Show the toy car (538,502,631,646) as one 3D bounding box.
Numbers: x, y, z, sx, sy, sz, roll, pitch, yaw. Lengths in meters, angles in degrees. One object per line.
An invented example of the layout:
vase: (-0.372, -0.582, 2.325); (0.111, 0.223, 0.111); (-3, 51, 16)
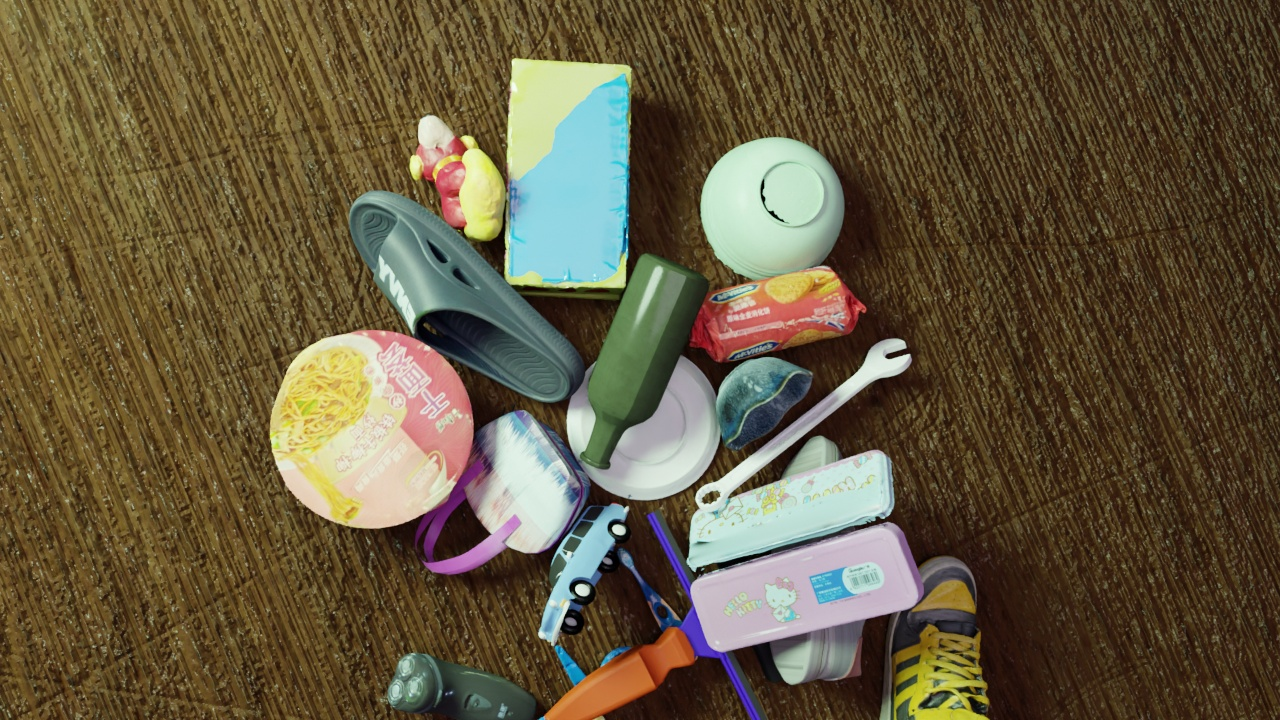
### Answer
toy car: (-0.055, 0.190, 0.843); (0.055, 0.153, 0.056); (25, 126, 9)

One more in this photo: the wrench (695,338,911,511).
wrench: (0.165, 0.063, 0.917); (0.273, 0.047, 0.009); (-36, 126, -11)

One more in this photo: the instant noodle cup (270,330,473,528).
instant noodle cup: (-0.244, 0.064, 0.860); (0.178, 0.078, 0.178); (0, 86, -5)

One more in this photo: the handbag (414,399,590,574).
handbag: (-0.141, 0.136, 0.872); (0.170, 0.068, 0.144); (-40, 66, 2)

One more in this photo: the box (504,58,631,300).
box: (-0.072, -0.172, 0.897); (0.124, 0.082, 0.221); (0, 89, -6)

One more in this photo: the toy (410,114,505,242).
toy: (-0.170, -0.167, 0.879); (0.067, 0.106, 0.137); (-19, 55, -33)

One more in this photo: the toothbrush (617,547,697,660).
toothbrush: (0.017, 0.242, 0.908); (0.021, 0.017, 0.135); (-34, 90, -3)

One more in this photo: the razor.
razor: (-0.163, 0.315, 0.858); (0.140, 0.064, 0.053); (22, 85, -16)

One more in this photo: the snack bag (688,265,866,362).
snack bag: (0.128, -0.044, 0.912); (0.176, 0.082, 0.082); (-13, 88, -7)

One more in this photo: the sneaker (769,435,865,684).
sneaker: (0.188, 0.195, 0.893); (0.089, 0.099, 0.235); (13, 75, -21)

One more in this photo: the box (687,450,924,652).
box: (0.138, 0.173, 0.835); (0.215, 0.051, 0.148); (-24, 58, 30)

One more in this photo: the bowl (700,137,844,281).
bowl: (0.140, -0.158, 0.921); (0.151, 0.077, 0.151); (1, 85, -7)

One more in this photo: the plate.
plate: (0.005, 0.062, 0.920); (0.157, 0.014, 0.157); (0, 86, -6)

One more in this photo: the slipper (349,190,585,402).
slipper: (-0.175, -0.039, 0.852); (0.268, 0.111, 0.083); (40, 50, -8)

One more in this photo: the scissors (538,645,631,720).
scissors: (-0.046, 0.328, 0.892); (0.125, 0.014, 0.130); (-23, 92, -16)

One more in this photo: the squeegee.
squeegee: (-0.006, 0.296, 0.869); (0.184, 0.055, 0.249); (-25, 83, -21)

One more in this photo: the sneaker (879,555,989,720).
sneaker: (0.296, 0.314, 0.883); (0.086, 0.122, 0.238); (9, 86, -8)

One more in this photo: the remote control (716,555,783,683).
remote control: (0.116, 0.254, 0.919); (0.032, 0.015, 0.136); (-24, 89, -8)

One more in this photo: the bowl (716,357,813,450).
bowl: (0.113, 0.034, 0.900); (0.110, 0.110, 0.055); (-39, 68, -8)

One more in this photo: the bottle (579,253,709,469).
bottle: (-0.005, 0.005, 0.870); (0.071, 0.071, 0.207); (22, 100, -5)
